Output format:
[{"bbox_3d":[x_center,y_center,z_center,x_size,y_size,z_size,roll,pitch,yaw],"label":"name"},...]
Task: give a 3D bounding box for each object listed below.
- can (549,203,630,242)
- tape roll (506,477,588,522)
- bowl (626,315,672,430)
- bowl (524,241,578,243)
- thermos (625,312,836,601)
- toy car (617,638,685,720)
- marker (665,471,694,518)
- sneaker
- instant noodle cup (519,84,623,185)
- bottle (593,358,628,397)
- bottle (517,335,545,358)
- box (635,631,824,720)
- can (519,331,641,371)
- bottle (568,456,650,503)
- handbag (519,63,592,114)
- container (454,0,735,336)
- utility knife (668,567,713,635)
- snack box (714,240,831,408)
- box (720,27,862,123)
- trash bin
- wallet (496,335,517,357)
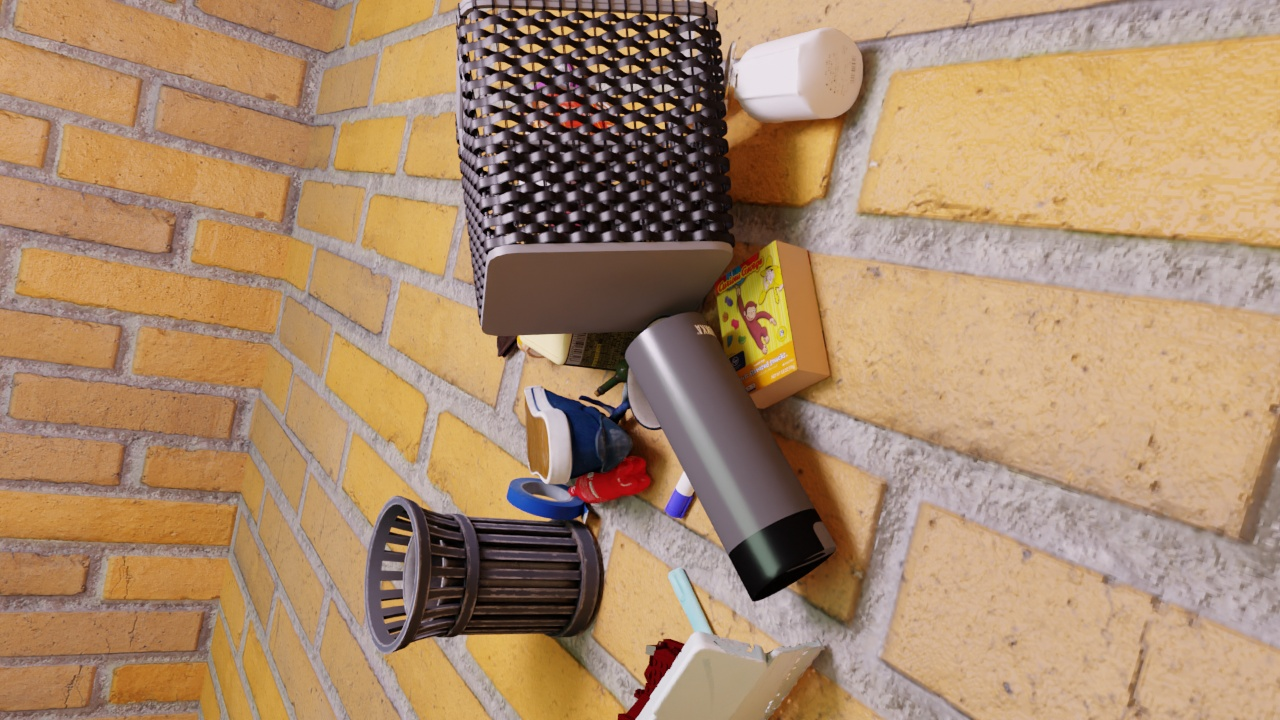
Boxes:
[{"bbox_3d":[-0.063,-0.177,1.135,0.114,0.063,0.063,-4,78,56],"label":"can"},{"bbox_3d":[-0.113,0.164,1.092,0.091,0.093,0.016,-139,64,-71],"label":"tape roll"},{"bbox_3d":[0.042,0.016,0.929,0.116,0.059,0.115,-21,65,53],"label":"bowl"},{"bbox_3d":[-0.103,-0.106,1.165,0.052,0.124,0.124,-72,8,-66],"label":"bowl"},{"bbox_3d":[0.075,0.078,0.790,0.082,0.082,0.240,-48,60,39],"label":"thermos"},{"bbox_3d":[0.017,0.358,0.875,0.070,0.061,0.169,-4,78,56],"label":"toy car"},{"bbox_3d":[0.062,0.097,0.916,0.020,0.020,0.142,51,124,49],"label":"marker"},{"bbox_3d":[-0.069,0.077,1.074,0.295,0.127,0.121,-167,75,-74],"label":"sneaker"},{"bbox_3d":[-0.099,-0.266,1.176,0.122,0.123,0.123,-62,36,41],"label":"instant noodle cup"},{"bbox_3d":[-0.006,0.006,0.982,0.106,0.025,0.025,-36,36,-9],"label":"bottle"},{"bbox_3d":[-0.136,-0.059,1.214,0.063,0.063,0.108,-42,49,43],"label":"bottle"},{"bbox_3d":[0.057,0.302,0.760,0.198,0.135,0.043,-61,32,27],"label":"box"},{"bbox_3d":[-0.068,-0.034,1.068,0.131,0.101,0.072,28,108,56],"label":"can"},{"bbox_3d":[-0.041,0.138,1.038,0.142,0.041,0.042,-24,62,52],"label":"bottle"},{"bbox_3d":[-0.131,-0.350,1.295,0.170,0.068,0.145,38,113,61],"label":"handbag"},{"bbox_3d":[-0.053,-0.177,0.910,0.248,0.245,0.243,123,142,-70],"label":"container"},{"bbox_3d":[0.061,0.264,0.874,0.022,0.015,0.168,-62,35,27],"label":"utility knife"},{"bbox_3d":[0.119,-0.031,0.842,0.088,0.040,0.125,-33,55,48],"label":"snack box"},{"bbox_3d":[0.123,-0.262,0.853,0.161,0.091,0.081,17,113,59],"label":"box"},{"bbox_3d":[-0.174,0.244,1.043,0.165,0.227,0.164,-21,65,53],"label":"trash bin"},{"bbox_3d":[-0.176,-0.071,1.313,0.120,0.031,0.099,-41,47,48],"label":"wallet"}]
